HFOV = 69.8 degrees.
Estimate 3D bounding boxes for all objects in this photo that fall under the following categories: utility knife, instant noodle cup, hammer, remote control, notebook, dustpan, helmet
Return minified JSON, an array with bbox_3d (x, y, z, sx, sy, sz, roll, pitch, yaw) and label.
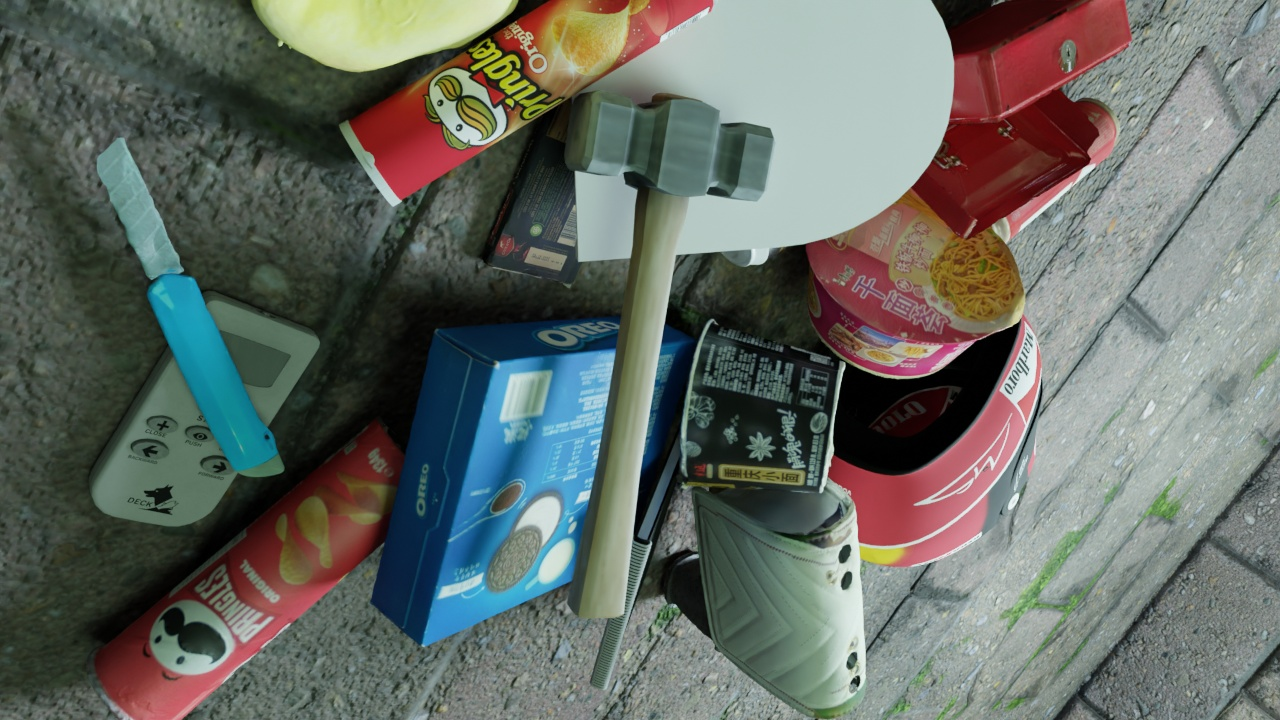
[{"bbox_3d":[-0.242,-0.015,0.501,0.031,0.015,0.225,-26,134,-25],"label":"utility knife"},{"bbox_3d":[0.096,0.043,0.714,0.137,0.112,0.137,10,89,-77],"label":"instant noodle cup"},{"bbox_3d":[-0.003,0.003,0.563,0.117,0.051,0.323,5,100,-24],"label":"hammer"},{"bbox_3d":[-0.261,0.035,0.546,0.074,0.019,0.151,27,102,-47],"label":"remote control"},{"bbox_3d":[0.002,0.163,0.776,0.148,0.016,0.207,-64,171,-49],"label":"notebook"},{"bbox_3d":[0.216,-0.060,0.772,0.178,0.178,0.078,-24,150,-25],"label":"instant noodle cup"},{"bbox_3d":[0.077,-0.174,0.605,0.257,0.053,0.192,-6,110,-14],"label":"dustpan"},{"bbox_3d":[0.273,0.072,0.888,0.270,0.198,0.224,-50,139,-10],"label":"helmet"},{"bbox_3d":[0.076,0.128,0.858,0.052,0.098,0.329,-17,124,-33],"label":"hammer"}]

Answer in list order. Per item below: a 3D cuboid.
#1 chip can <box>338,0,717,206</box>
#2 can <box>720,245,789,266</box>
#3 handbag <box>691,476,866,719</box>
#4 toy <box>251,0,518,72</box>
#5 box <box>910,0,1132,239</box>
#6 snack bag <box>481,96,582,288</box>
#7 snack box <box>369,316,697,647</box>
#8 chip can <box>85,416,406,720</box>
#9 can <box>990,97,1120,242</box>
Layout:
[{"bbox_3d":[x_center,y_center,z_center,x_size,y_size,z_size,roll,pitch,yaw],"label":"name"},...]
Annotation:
[{"bbox_3d":[-0.060,-0.164,0.511,0.214,0.051,0.052,-32,137,-3],"label":"chip can"},{"bbox_3d":[0.114,-0.130,0.693,0.128,0.072,0.072,-34,137,-15],"label":"can"},{"bbox_3d":[0.129,0.190,0.787,0.096,0.142,0.199,-25,121,-30],"label":"handbag"},{"bbox_3d":[-0.105,-0.199,0.446,0.170,0.064,0.155,-34,171,7],"label":"toy"},{"bbox_3d":[0.279,-0.219,0.714,0.157,0.147,0.156,-33,155,-16],"label":"box"},{"bbox_3d":[-0.045,-0.124,0.606,0.074,0.018,0.155,9,114,-44],"label":"snack bag"},{"bbox_3d":[-0.064,0.071,0.647,0.238,0.056,0.196,-8,120,-57],"label":"snack box"},{"bbox_3d":[-0.240,0.137,0.604,0.232,0.073,0.073,-41,138,-8],"label":"chip can"},{"bbox_3d":[0.377,-0.180,0.877,0.170,0.067,0.067,-39,138,-10],"label":"can"}]
